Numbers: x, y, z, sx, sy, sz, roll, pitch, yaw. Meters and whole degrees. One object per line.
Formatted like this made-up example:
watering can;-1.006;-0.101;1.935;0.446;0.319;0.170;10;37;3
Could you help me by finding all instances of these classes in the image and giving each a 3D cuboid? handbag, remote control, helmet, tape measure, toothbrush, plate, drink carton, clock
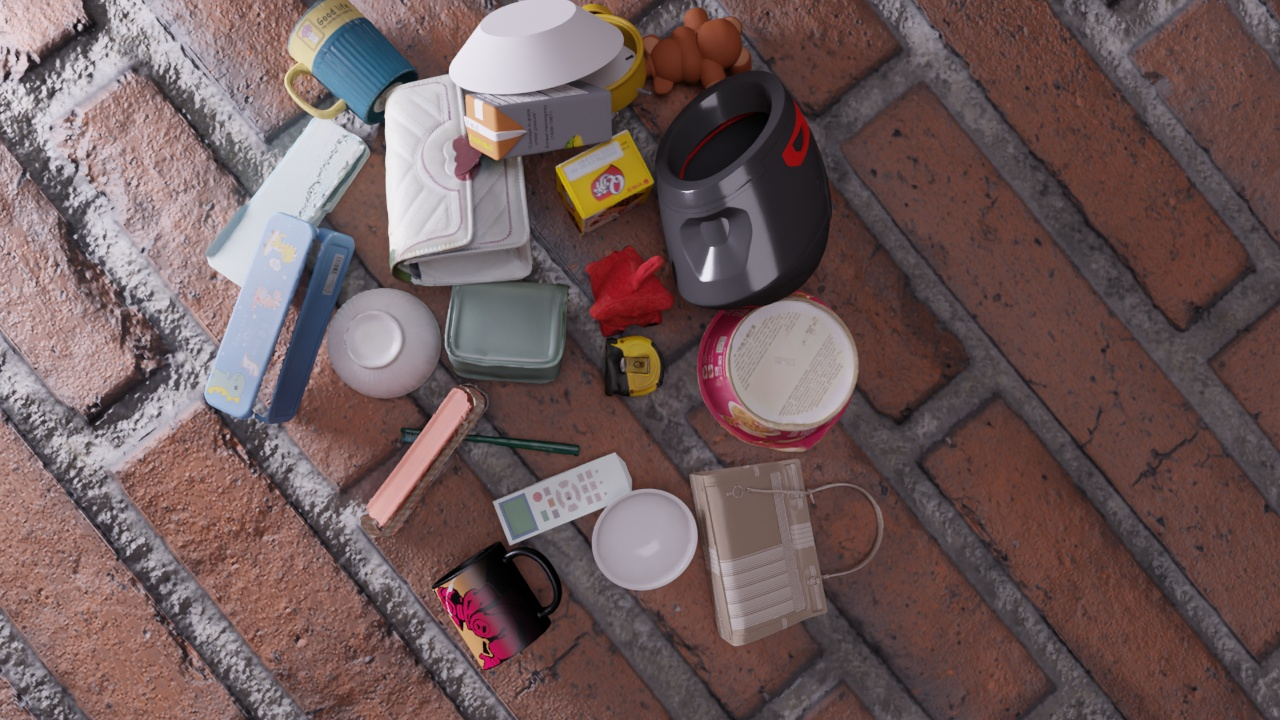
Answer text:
handbag;0.167;0.190;0.980;0.197;0.062;0.175;-10;88;-13
remote control;-0.079;0.144;0.971;0.143;0.024;0.049;-21;89;-7
helmet;0.109;-0.151;0.921;0.165;0.170;0.263;-11;44;31
tape measure;-0.006;0.006;0.977;0.064;0.037;0.065;0;87;-4
toothbrush;-0.159;0.088;0.972;0.190;0.016;0.017;6;84;-4
plate;-0.105;-0.315;0.890;0.174;0.173;0.036;-15;131;-5
drink carton;-0.096;-0.230;0.871;0.124;0.076;0.049;-17;123;-28
handbag;-0.136;-0.033;0.954;0.122;0.067;0.106;4;71;-5
handbag;-0.186;-0.182;0.923;0.142;0.096;0.198;-6;72;-9
clock;-0.057;-0.318;0.968;0.113;0.052;0.152;-30;61;-5

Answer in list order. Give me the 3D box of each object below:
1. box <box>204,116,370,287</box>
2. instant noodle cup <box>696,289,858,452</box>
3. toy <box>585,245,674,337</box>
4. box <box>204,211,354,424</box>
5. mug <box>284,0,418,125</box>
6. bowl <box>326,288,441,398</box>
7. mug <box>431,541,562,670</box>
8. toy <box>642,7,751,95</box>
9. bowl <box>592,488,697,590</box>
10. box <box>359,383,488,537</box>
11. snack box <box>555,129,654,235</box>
box;-0.367;-0.163;0.962;0.083;0.066;0.199;33;85;23
instant noodle cup;0.152;0.005;0.968;0.178;0.078;0.178;0;87;-4
toy;-0.017;-0.086;0.941;0.088;0.133;0.094;-10;78;-16
box;-0.363;-0.041;0.935;0.078;0.074;0.209;21;92;13
mug;-0.307;-0.298;0.950;0.107;0.083;0.113;45;79;-4
bowl;-0.269;-0.020;0.948;0.118;0.062;0.118;0;87;-4
mug;-0.136;0.238;0.928;0.118;0.081;0.098;-33;90;13
toy;0.053;-0.327;0.995;0.128;0.065;0.095;-16;85;6
bowl;0.001;0.181;0.963;0.110;0.040;0.110;-2;101;-10
box;-0.223;0.103;0.950;0.058;0.062;0.188;41;97;18
snack box;-0.039;-0.181;0.950;0.083;0.106;0.061;-28;91;-5
